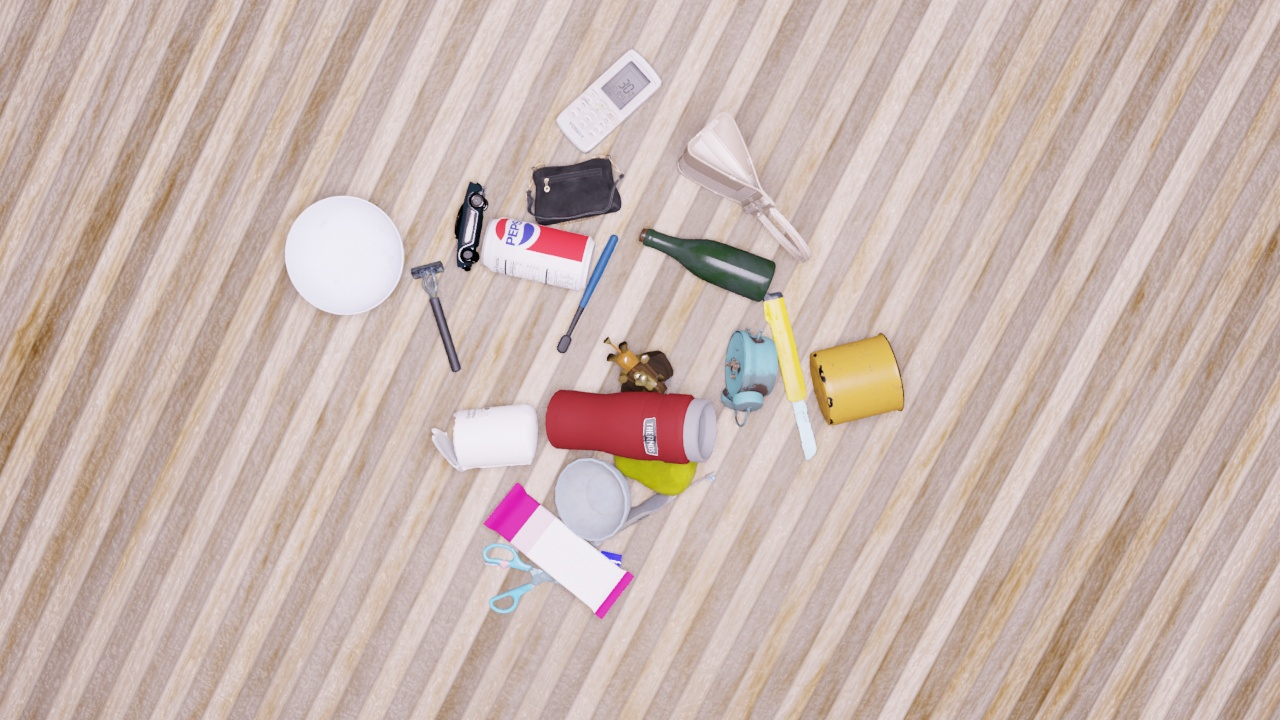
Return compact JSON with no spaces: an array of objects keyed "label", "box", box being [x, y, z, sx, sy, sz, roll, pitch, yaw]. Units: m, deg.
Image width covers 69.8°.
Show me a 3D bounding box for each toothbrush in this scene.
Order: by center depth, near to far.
[{"label":"toothbrush","box":[-0.068,-0.086,1.182,0.014,0.014,0.167,25,91,-13]},{"label":"toothbrush","box":[0.016,0.190,1.200,0.185,0.022,0.024,-29,93,1]}]

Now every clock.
[{"label":"clock","box":[0.135,0.022,1.155,0.053,0.090,0.124,4,93,-10]}]

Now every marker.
[{"label":"marker","box":[-0.095,0.250,1.205,0.141,0.020,0.020,13,94,-1]}]

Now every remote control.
[{"label":"remote control","box":[-0.040,-0.326,1.160,0.138,0.025,0.060,-42,93,3]}]

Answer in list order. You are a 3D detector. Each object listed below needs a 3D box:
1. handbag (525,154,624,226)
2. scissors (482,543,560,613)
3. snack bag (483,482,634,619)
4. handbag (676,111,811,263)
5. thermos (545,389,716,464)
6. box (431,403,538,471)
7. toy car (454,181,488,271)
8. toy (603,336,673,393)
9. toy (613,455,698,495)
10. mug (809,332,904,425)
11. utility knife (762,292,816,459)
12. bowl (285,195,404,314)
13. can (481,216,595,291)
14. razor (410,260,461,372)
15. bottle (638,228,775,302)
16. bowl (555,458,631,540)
[{"label":"handbag","box":[-0.083,-0.216,1.155,0.128,0.054,0.079,-10,90,3]},{"label":"scissors","box":[-0.148,0.298,1.212,0.141,0.015,0.111,17,94,5]},{"label":"snack bag","box":[-0.105,0.245,1.186,0.196,0.016,0.070,37,81,5]},{"label":"handbag","box":[0.133,-0.191,1.097,0.062,0.175,0.198,-43,95,2]},{"label":"thermos","box":[-0.007,0.075,1.138,0.199,0.107,0.084,3,108,24]},{"label":"box","box":[-0.200,0.103,1.167,0.143,0.080,0.089,-3,110,2]},{"label":"toy car","box":[-0.217,-0.169,1.162,0.034,0.046,0.112,10,93,-2]},{"label":"toy","box":[-0.007,0.007,1.163,0.100,0.062,0.076,40,112,-20]},{"label":"toy","box":[0.020,0.124,1.180,0.110,0.051,0.090,14,96,2]},{"label":"mug","box":[0.270,0.034,1.156,0.094,0.100,0.124,-14,135,3]},{"label":"utility knife","box":[0.195,0.020,1.188,0.030,0.019,0.223,-14,89,7]},{"label":"bowl","box":[-0.360,-0.130,1.150,0.144,0.074,0.144,0,94,0]},{"label":"can","box":[-0.127,-0.134,1.152,0.132,0.070,0.070,13,94,-1]},{"label":"razor","box":[-0.257,-0.054,1.182,0.043,0.022,0.144,-16,94,2]},{"label":"bottle","box":[0.081,-0.129,1.160,0.174,0.055,0.055,21,94,0]},{"label":"bowl","box":[-0.055,0.175,1.179,0.106,0.039,0.106,3,96,28]}]
